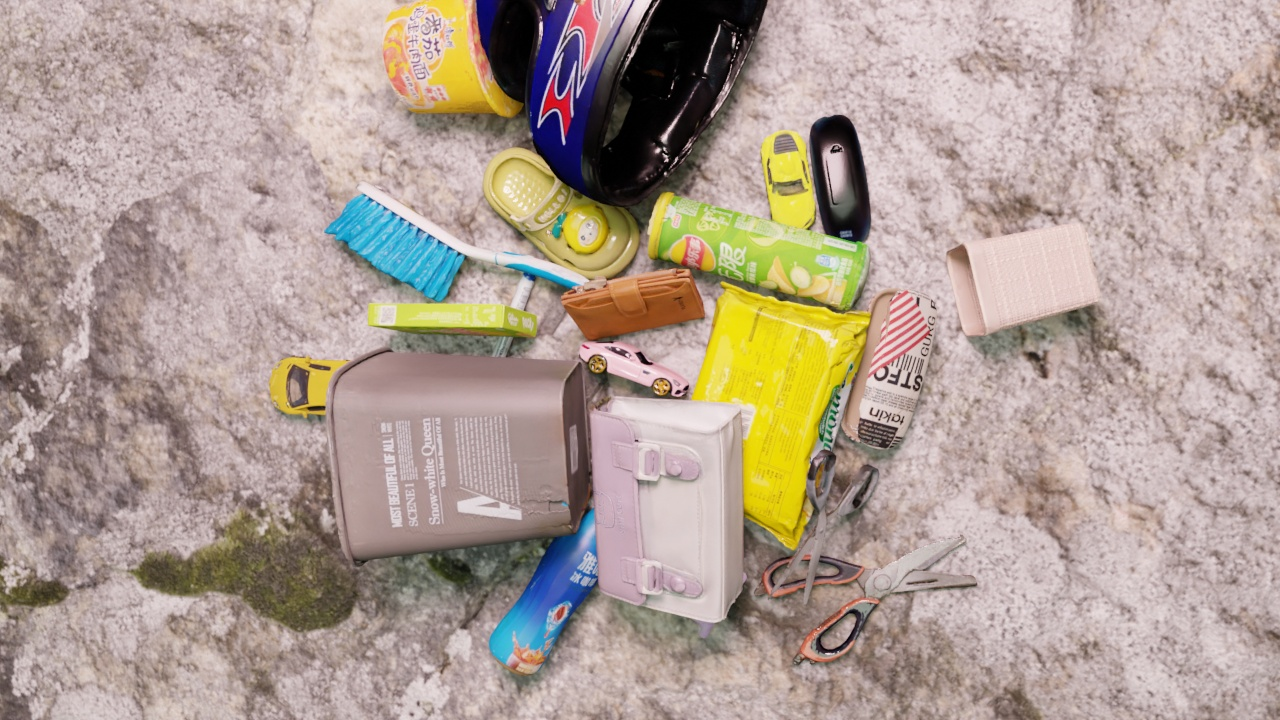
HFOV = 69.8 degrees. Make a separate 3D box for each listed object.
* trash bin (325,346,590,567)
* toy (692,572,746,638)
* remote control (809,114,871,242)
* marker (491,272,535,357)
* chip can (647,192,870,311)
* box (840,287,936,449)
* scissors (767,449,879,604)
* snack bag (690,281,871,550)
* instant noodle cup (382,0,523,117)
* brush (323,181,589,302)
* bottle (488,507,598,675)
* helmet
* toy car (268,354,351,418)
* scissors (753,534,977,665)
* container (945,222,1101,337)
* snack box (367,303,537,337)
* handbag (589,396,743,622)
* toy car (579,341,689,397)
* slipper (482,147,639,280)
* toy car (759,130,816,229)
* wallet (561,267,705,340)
[{"bbox_3d":[-0.170,0.088,0.918,0.220,0.198,0.199,-2,101,6],"label":"trash bin"},{"bbox_3d":[0.048,0.228,0.965,0.108,0.039,0.084,37,98,11],"label":"toy"},{"bbox_3d":[0.204,-0.185,0.939,0.053,0.024,0.136,-10,90,10],"label":"remote control"},{"bbox_3d":[-0.146,-0.030,1.004,0.017,0.017,0.146,22,95,8],"label":"marker"},{"bbox_3d":[0.120,-0.110,0.930,0.221,0.072,0.072,16,94,9],"label":"chip can"},{"bbox_3d":[0.249,0.007,0.930,0.074,0.081,0.163,11,92,-22],"label":"box"},{"bbox_3d":[0.182,0.164,0.915,0.014,0.159,0.181,29,133,47],"label":"scissors"},{"bbox_3d":[0.120,0.050,0.924,0.158,0.068,0.246,18,97,19],"label":"snack bag"},{"bbox_3d":[-0.192,-0.318,0.952,0.110,0.138,0.138,-1,91,17],"label":"instant noodle cup"},{"bbox_3d":[-0.192,-0.107,0.984,0.314,0.060,0.109,32,91,12],"label":"brush"},{"bbox_3d":[-0.081,0.230,0.973,0.065,0.065,0.219,33,97,7],"label":"bottle"},{"bbox_3d":[-0.038,-0.330,0.868,0.240,0.247,0.316,33,99,26],"label":"helmet"},{"bbox_3d":[-0.348,0.032,1.026,0.156,0.041,0.071,4,91,11],"label":"toy car"},{"bbox_3d":[0.228,0.239,0.949,0.189,0.015,0.221,30,95,8],"label":"scissors"},{"bbox_3d":[0.367,-0.078,0.883,0.111,0.090,0.090,-13,89,6],"label":"container"},{"bbox_3d":[-0.197,-0.043,0.966,0.156,0.085,0.026,2,86,17],"label":"snack box"},{"bbox_3d":[0.022,0.139,0.886,0.145,0.098,0.197,5,107,27],"label":"handbag"},{"bbox_3d":[-0.006,0.006,0.962,0.122,0.056,0.037,20,100,9],"label":"toy car"},{"bbox_3d":[-0.093,-0.156,0.961,0.190,0.081,0.092,36,99,9],"label":"slipper"},{"bbox_3d":[0.152,-0.184,0.944,0.048,0.032,0.105,-9,91,9],"label":"toy car"},{"bbox_3d":[-0.005,-0.057,0.936,0.132,0.108,0.031,-11,70,9],"label":"wallet"}]
